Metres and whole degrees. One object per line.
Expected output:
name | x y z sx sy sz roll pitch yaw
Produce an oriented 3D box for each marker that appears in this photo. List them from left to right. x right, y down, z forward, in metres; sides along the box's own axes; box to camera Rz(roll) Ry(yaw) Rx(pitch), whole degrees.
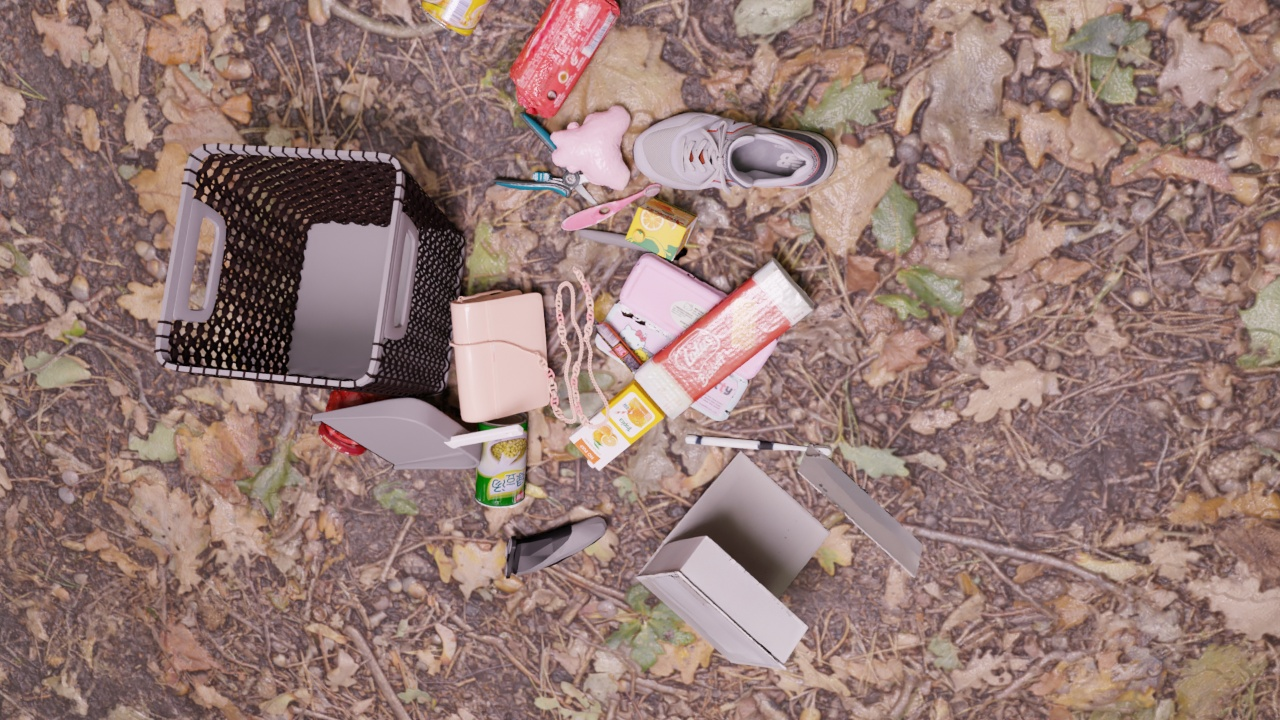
marker | -0.010 -0.144 1.138 0.139 0.016 0.022 11 131 8

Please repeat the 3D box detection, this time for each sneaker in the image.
sneaker | 0.101 -0.232 1.033 0.240 0.124 0.089 3 106 10

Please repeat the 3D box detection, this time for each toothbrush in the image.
toothbrush | -0.037 -0.187 1.126 0.135 0.016 0.021 -21 118 13
toothbrush | 0.150 0.109 1.179 0.187 0.017 0.012 4 86 10

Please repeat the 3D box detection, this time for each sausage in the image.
sausage | -0.007 0.007 1.157 0.020 0.020 0.155 -37 102 18

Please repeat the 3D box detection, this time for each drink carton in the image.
drink carton | -0.031 0.084 1.193 0.123 0.040 0.058 -40 95 18
drink carton | 0.026 -0.155 1.070 0.058 0.122 0.041 25 109 3

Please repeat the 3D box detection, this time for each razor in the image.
razor | -0.117 0.251 1.254 0.156 0.057 0.060 -15 131 6

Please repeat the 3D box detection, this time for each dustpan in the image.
dustpan | -0.256 0.094 1.135 0.258 0.033 0.163 -12 147 23

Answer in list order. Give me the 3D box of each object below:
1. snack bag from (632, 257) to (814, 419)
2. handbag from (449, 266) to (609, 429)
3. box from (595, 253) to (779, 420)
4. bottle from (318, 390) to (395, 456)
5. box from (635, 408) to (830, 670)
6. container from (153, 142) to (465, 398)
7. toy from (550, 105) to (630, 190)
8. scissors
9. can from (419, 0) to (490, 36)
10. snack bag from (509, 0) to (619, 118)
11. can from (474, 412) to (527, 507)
snack bag | 0.096 -0.024 1.098 0.225 0.041 0.077 -40 97 17
handbag | -0.144 -0.010 1.111 0.187 0.116 0.199 14 112 47
box | 0.055 -0.026 1.146 0.201 0.041 0.154 31 110 1
bottle | -0.367 0.068 1.224 0.099 0.098 0.111 33 106 0
box | 0.136 0.229 1.211 0.167 0.444 0.165 43 118 -3
container | -0.357 -0.085 1.063 0.246 0.243 0.247 5 83 9
toy | -0.059 -0.252 1.091 0.096 0.052 0.099 -1 102 -5
scissors | -0.110 -0.244 1.124 0.148 0.019 0.118 1 110 5
can | -0.202 -0.436 1.061 0.067 0.067 0.105 36 109 -1
snack bag | -0.091 -0.363 1.054 0.082 0.082 0.177 35 108 -1
can | -0.185 0.131 1.222 0.067 0.067 0.121 7 107 8
